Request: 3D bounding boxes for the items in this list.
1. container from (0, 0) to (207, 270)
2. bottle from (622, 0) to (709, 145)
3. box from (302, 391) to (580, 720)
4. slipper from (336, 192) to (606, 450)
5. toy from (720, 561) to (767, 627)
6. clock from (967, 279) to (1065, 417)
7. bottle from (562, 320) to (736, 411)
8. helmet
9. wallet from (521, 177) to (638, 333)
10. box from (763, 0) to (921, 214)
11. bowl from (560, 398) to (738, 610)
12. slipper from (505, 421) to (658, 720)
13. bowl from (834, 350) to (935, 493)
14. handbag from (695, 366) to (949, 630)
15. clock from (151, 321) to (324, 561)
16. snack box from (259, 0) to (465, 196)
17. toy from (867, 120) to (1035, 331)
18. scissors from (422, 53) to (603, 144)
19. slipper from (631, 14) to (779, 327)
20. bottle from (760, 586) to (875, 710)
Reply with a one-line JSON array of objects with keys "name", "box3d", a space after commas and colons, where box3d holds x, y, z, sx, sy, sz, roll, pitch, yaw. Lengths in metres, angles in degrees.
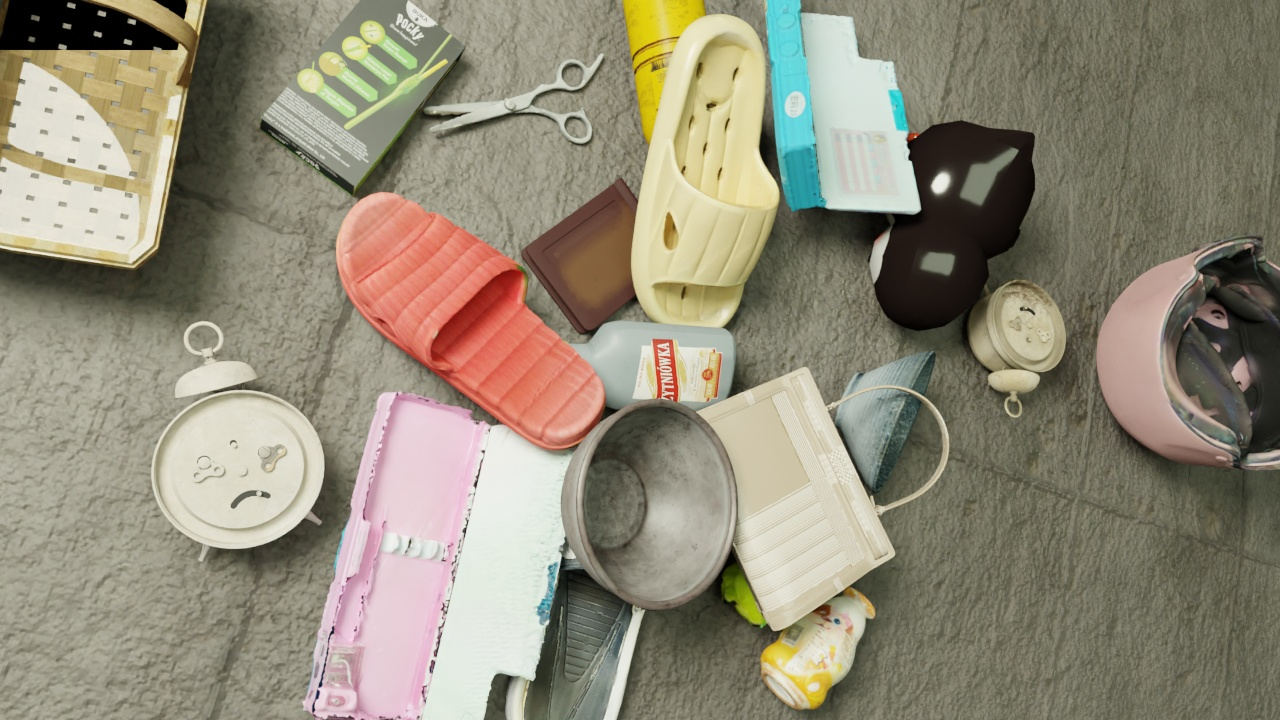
[{"name": "container", "box3d": [-0.350, -0.186, 0.551, 0.157, 0.187, 0.249, 10, 80, -22]}, {"name": "bottle", "box3d": [0.030, -0.238, 0.782, 0.071, 0.071, 0.163, -7, 87, -24]}, {"name": "box", "box3d": [-0.141, 0.149, 0.671, 0.160, 0.063, 0.230, 14, 78, -12]}, {"name": "slipper", "box3d": [-0.125, -0.035, 0.669, 0.249, 0.059, 0.103, 43, 65, 6]}, {"name": "toy", "box3d": [0.109, 0.180, 0.785, 0.094, 0.036, 0.093, 9, 75, -28]}, {"name": "clock", "box3d": [0.366, -0.011, 0.907, 0.093, 0.055, 0.140, 15, 71, -20]}, {"name": "bottle", "box3d": [-0.004, 0.004, 0.747, 0.161, 0.046, 0.072, 3, 104, -23]}, {"name": "helmet", "box3d": [0.577, 0.002, 0.940, 0.254, 0.153, 0.230, -20, 89, -25]}, {"name": "wallet", "box3d": [-0.030, -0.087, 0.769, 0.115, 0.018, 0.091, -40, 99, -24]}, {"name": "box", "box3d": [0.157, -0.236, 0.805, 0.170, 0.085, 0.226, 21, 58, -38]}, {"name": "bowl", "box3d": [-0.004, 0.103, 0.662, 0.144, 0.067, 0.145, 7, 78, -38]}, {"name": "slipper", "box3d": [-0.028, 0.178, 0.714, 0.111, 0.063, 0.263, 22, 78, -19]}, {"name": "bowl", "box3d": [0.211, 0.045, 0.821, 0.057, 0.137, 0.136, 23, 71, 22]}, {"name": "handbag", "box3d": [0.152, 0.087, 0.731, 0.198, 0.062, 0.175, -25, 88, -3]}, {"name": "clock", "box3d": [-0.278, 0.051, 0.624, 0.103, 0.061, 0.157, -16, 98, -23]}, {"name": "snack box", "box3d": [-0.210, -0.209, 0.701, 0.080, 0.025, 0.147, 37, 71, -15]}, {"name": "toy", "box3d": [0.280, -0.116, 0.834, 0.159, 0.140, 0.183, 29, 74, -17]}, {"name": "scissors", "box3d": [-0.099, -0.221, 0.757, 0.161, 0.014, 0.117, 11, 80, -25]}, {"name": "slipper", "box3d": [0.059, -0.137, 0.730, 0.111, 0.079, 0.262, -3, 109, -26]}, {"name": "bottle", "box3d": [0.153, 0.242, 0.780, 0.109, 0.063, 0.063, -40, 100, -20]}]
